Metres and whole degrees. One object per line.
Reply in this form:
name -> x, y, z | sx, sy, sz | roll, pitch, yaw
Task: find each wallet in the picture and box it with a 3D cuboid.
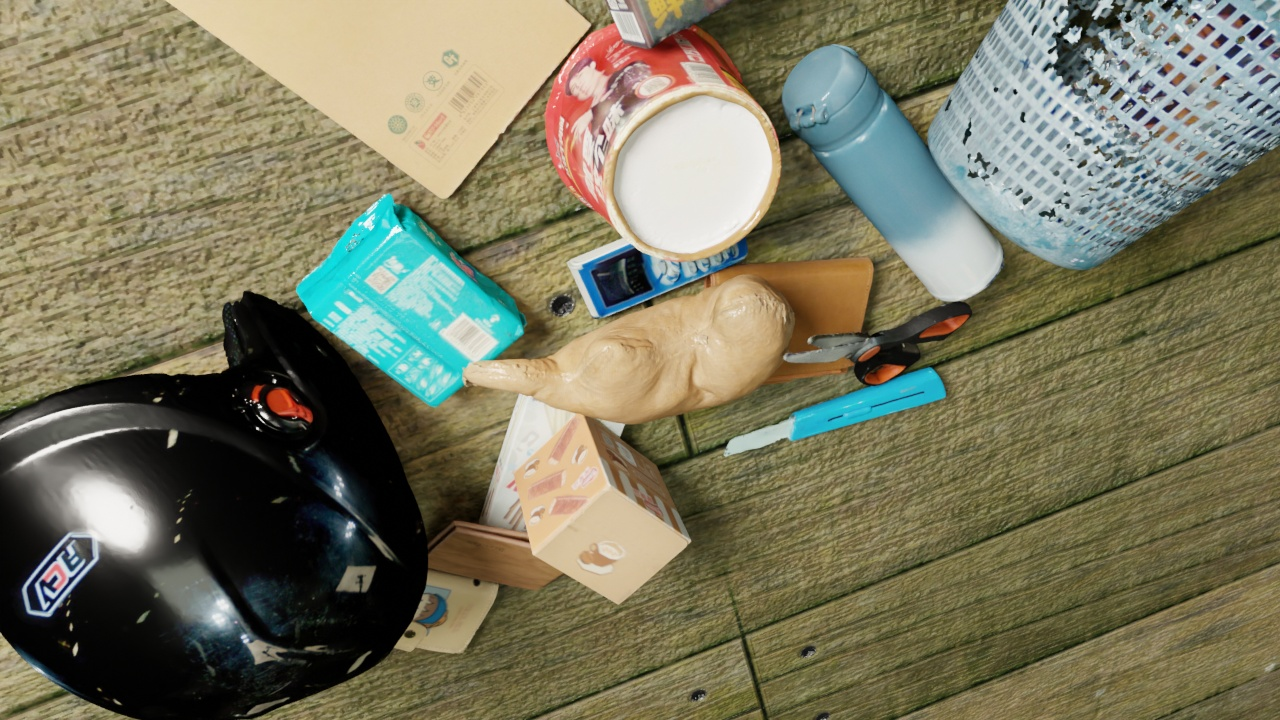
wallet -> -0.113, 0.158, 0.743 | 0.115, 0.020, 0.101 | 16, 147, -22
wallet -> -0.190, 0.211, 0.780 | 0.115, 0.024, 0.087 | 19, 109, -28
wallet -> 0.111, -0.027, 0.716 | 0.131, 0.031, 0.108 | -5, 121, -13

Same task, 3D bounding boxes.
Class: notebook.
notebook -> -0.151, -0.207, 0.531 | 0.207, 0.008, 0.148 | 35, 106, -32

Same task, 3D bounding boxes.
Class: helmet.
helmet -> -0.262, 0.106, 0.564 | 0.234, 0.230, 0.274 | -42, 163, 11

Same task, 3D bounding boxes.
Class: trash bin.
trash bin -> 0.301, -0.174, 0.581 | 0.226, 0.226, 0.196 | 16, 132, -26

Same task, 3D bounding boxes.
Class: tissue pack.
tissue pack -> -0.151, -0.037, 0.614 | 0.093, 0.050, 0.133 | -40, 124, 11

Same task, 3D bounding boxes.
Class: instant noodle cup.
instant noodle cup -> 0.016, -0.133, 0.570 | 0.137, 0.108, 0.138 | -8, 123, -12

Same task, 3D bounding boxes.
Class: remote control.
remote control -> 0.013, -0.074, 0.659 | 0.125, 0.024, 0.049 | -22, 125, 0

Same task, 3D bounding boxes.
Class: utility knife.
utility knife -> 0.167, 0.047, 0.790 | 0.203, 0.018, 0.034 | -17, 126, -5

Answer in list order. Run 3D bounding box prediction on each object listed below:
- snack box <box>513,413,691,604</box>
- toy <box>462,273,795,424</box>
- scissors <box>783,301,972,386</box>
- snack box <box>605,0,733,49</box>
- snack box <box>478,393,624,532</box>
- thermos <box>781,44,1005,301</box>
snack box -> -0.031, 0.109, 0.686 | 0.077, 0.094, 0.092 | -43, 124, 11
toy -> -0.004, 0.004, 0.632 | 0.226, 0.082, 0.143 | -16, 157, -1
scissors -> 0.180, -0.021, 0.676 | 0.161, 0.021, 0.234 | -34, 159, 9
snack box -> 0.018, -0.258, 0.508 | 0.113, 0.053, 0.126 | -33, 122, -8
snack box -> -0.069, 0.080, 0.731 | 0.084, 0.027, 0.157 | 9, 118, -23
thermos -> 0.182, -0.129, 0.653 | 0.070, 0.070, 0.220 | -43, 123, 11
